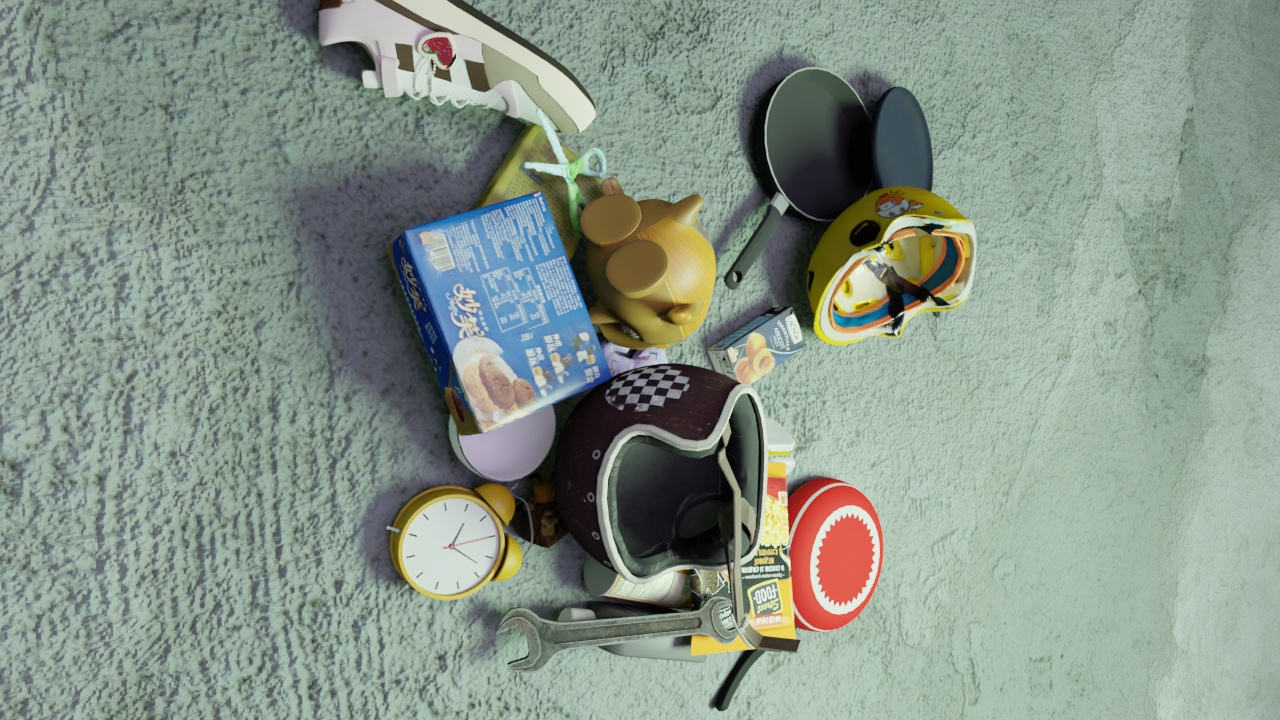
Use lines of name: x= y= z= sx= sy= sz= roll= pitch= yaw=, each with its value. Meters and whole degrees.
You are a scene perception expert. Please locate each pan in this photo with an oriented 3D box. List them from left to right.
pan: x=0.194 y=-0.230 z=1.213 sx=0.204 sy=0.044 sz=0.354 roll=45 pitch=67 yaw=-26
pan: x=0.214 y=0.318 z=1.223 sx=0.355 sy=0.067 sz=0.209 roll=-52 pitch=121 yaw=-25
pan: x=0.399 y=-0.222 z=1.348 sx=0.198 sy=0.021 sz=0.357 roll=-42 pitch=120 yaw=-42

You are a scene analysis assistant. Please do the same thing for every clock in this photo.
clock: x=-0.185 y=0.186 z=0.953 sx=0.151 sy=0.052 sz=0.113 roll=-10 pitch=98 yaw=-23

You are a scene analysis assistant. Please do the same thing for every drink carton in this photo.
drink carton: x=0.153 y=-0.016 z=1.190 sx=0.129 sy=0.040 sz=0.064 roll=-32 pitch=108 yaw=-30

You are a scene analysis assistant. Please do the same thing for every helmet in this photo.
helmet: x=0.038 y=0.126 z=0.950 sx=0.233 sy=0.254 sz=0.234 roll=-67 pitch=148 yaw=-45
helmet: x=0.316 y=-0.138 z=1.229 sx=0.240 sy=0.139 sz=0.209 roll=-25 pitch=141 yaw=6

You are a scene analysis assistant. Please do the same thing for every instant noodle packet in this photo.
instant noodle packet: x=0.120 y=0.229 z=1.092 sx=0.159 sy=0.032 sz=0.220 roll=6 pitch=77 yaw=-34

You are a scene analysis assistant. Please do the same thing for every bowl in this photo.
bowl: x=-0.152 y=0.069 z=0.974 sx=0.113 sy=0.063 sz=0.113 roll=0 pitch=91 yaw=-33

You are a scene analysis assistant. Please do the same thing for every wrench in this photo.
wrench: x=-0.020 y=0.294 z=1.002 sx=0.273 sy=0.010 sz=0.070 roll=-2 pitch=86 yaw=-12

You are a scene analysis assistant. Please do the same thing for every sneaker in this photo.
sneaker: x=-0.186 y=-0.289 z=0.925 sx=0.293 sy=0.112 sz=0.116 roll=27 pitch=94 yaw=-26

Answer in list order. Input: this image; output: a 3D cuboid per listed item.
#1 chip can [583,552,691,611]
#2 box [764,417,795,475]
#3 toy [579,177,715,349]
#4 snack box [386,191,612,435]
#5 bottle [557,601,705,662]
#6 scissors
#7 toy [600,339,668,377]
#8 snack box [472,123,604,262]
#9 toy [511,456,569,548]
chip can: x=0.041 y=0.258 z=1.097 sx=0.214 sy=0.075 sz=0.075 roll=19 pitch=80 yaw=-32
box: x=0.097 y=0.125 z=1.152 sx=0.209 sy=0.079 sz=0.080 roll=1 pitch=120 yaw=-32
toy: x=0.009 y=-0.085 z=1.022 sx=0.162 sy=0.203 sz=0.198 roll=-26 pitch=62 yaw=-2
snack box: x=-0.138 y=-0.047 z=0.912 sx=0.154 sy=0.069 sz=0.203 roll=-24 pitch=95 yaw=-32
bottle: x=-0.013 y=0.310 z=1.057 sx=0.173 sy=0.084 sz=0.046 roll=16 pitch=82 yaw=-32
scissors: x=-0.075 y=-0.190 z=0.956 sx=0.170 sy=0.028 sz=0.139 roll=-7 pitch=105 yaw=-61
toy: x=-0.006 y=0.006 z=1.087 sx=0.099 sy=0.037 sz=0.080 roll=-15 pitch=92 yaw=-32
snack box: x=-0.119 y=-0.158 z=1.008 sx=0.121 sy=0.045 sz=0.180 roll=36 pitch=68 yaw=-26
toy: x=-0.104 y=0.154 z=1.004 sx=0.076 sy=0.062 sz=0.100 roll=-3 pitch=111 yaw=-16
